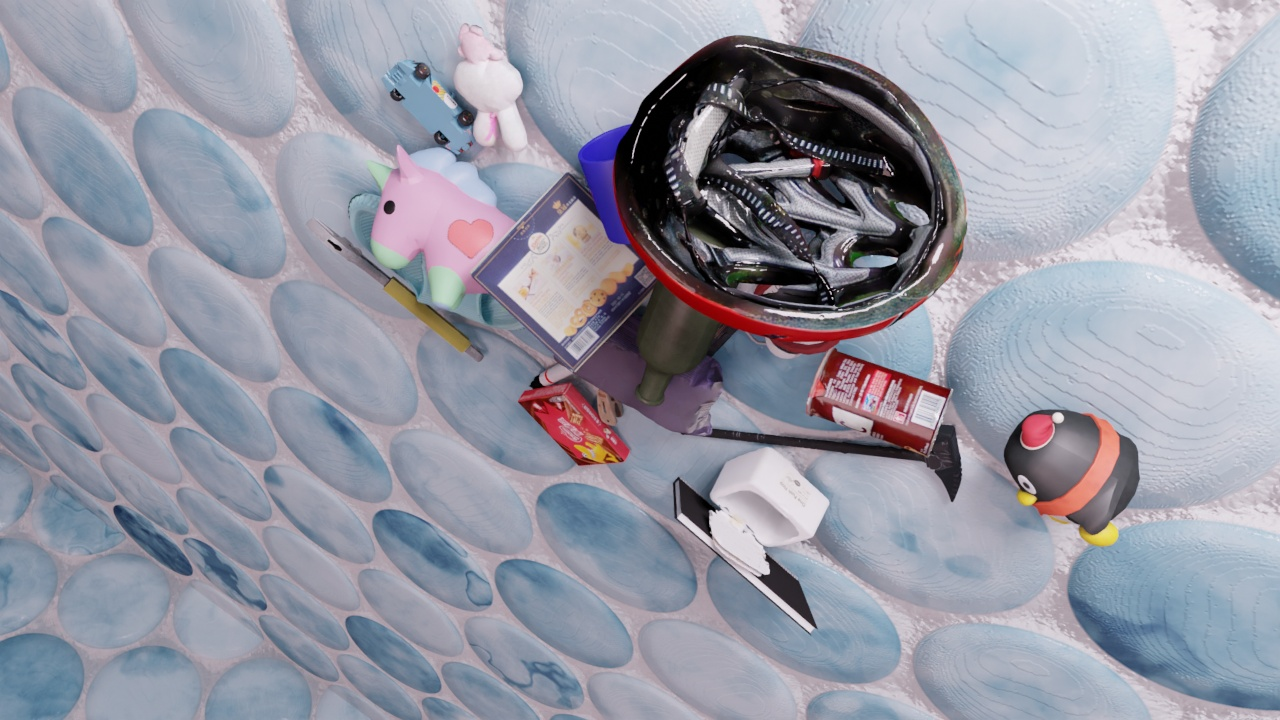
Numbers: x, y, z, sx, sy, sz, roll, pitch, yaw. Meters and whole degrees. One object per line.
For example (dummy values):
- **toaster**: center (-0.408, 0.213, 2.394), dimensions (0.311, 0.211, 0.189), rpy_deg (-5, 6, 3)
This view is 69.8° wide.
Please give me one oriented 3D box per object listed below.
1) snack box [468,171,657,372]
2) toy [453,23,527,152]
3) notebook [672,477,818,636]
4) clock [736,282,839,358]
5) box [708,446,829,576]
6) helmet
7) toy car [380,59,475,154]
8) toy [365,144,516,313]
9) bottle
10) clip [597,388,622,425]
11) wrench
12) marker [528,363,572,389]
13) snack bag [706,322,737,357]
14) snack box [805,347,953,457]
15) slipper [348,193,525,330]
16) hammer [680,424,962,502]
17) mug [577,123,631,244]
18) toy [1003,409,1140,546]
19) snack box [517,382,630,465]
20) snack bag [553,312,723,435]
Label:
- **snack box**: center (-0.071, -0.088, 0.926), dimensions (0.145, 0.144, 0.042), rpy_deg (44, -177, -6)
- **toy**: center (-0.146, -0.264, 0.886), dimensions (0.076, 0.037, 0.126), rpy_deg (13, 132, 32)
- **notebook**: center (0.120, 0.228, 1.097), dimensions (0.206, 0.149, 0.016), rpy_deg (41, 97, -4)
- **clock**: center (0.146, -0.050, 0.866), dimensions (0.138, 0.048, 0.096), rpy_deg (-24, 111, 45)
- **box**: center (0.127, 0.184, 1.032), dimensions (0.110, 0.129, 0.103), rpy_deg (44, 144, -11)
- **helmet**: center (0.112, -0.122, 0.711), dimensions (0.272, 0.217, 0.167), rpy_deg (27, 174, 13)
- **toy car**: center (-0.210, -0.264, 0.941), dimensions (0.060, 0.027, 0.108), rpy_deg (-19, 125, 45)
- **toy**: center (-0.184, -0.139, 0.983), dimensions (0.222, 0.120, 0.171), rpy_deg (4, 93, -5)
- **bottle**: center (0.040, -0.040, 0.876), dimensions (0.071, 0.071, 0.207), rpy_deg (29, 128, 10)
- **clip**: center (-0.039, 0.055, 1.117), dimensions (0.025, 0.047, 0.062), rpy_deg (16, 108, 23)
- **wrench**: center (-0.296, -0.083, 1.131), dimensions (0.273, 0.018, 0.083), rpy_deg (42, -179, -25)
- **marker**: center (-0.098, 0.013, 1.127), dimensions (0.019, 0.019, 0.146), rpy_deg (49, 139, -13)
- **snack bag**: center (0.047, -0.025, 0.986), dimensions (0.074, 0.018, 0.156), rpy_deg (39, 140, -2)
- **snack box**: center (0.227, 0.040, 0.875), dimensions (0.121, 0.072, 0.072), rpy_deg (20, 137, 18)
- **slipper**: center (-0.247, -0.107, 1.088), dimensions (0.276, 0.069, 0.116), rpy_deg (30, 143, 10)
- **hammer**: center (0.185, 0.096, 1.005), dimensions (0.326, 0.015, 0.095), rpy_deg (4, 130, 35)
- **mug**: center (0.008, -0.165, 0.840), dimensions (0.111, 0.079, 0.083), rpy_deg (-5, 126, 24)
- **toy**: center (0.366, 0.088, 0.796), dimensions (0.119, 0.100, 0.097), rpy_deg (31, -174, -9)
- **snack box**: center (-0.084, 0.084, 1.169), dimensions (0.089, 0.021, 0.133), rpy_deg (-11, 130, 41)
- **snack bag**: center (-0.006, 0.006, 0.998), dimensions (0.205, 0.058, 0.097), rpy_deg (31, 140, 14)
